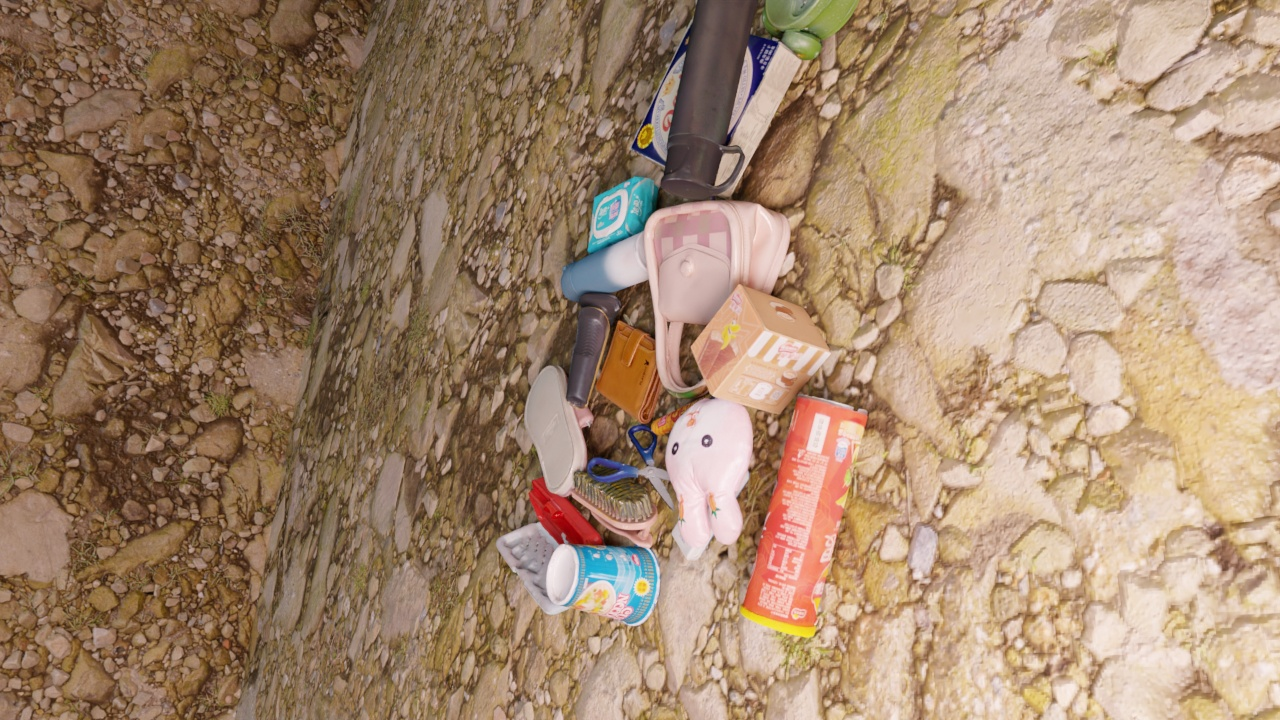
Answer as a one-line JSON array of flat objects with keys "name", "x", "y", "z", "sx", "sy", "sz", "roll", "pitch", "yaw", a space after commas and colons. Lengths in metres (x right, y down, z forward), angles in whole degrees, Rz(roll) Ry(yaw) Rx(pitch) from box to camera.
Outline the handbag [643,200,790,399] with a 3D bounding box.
[{"name": "handbag", "x": 0.074, "y": -0.069, "z": 1.084, "sx": 0.194, "sy": 0.093, "sz": 0.234, "roll": 9, "pitch": 90, "yaw": 59}]

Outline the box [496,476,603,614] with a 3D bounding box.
[{"name": "box", "x": -0.124, "y": 0.240, "z": 1.215, "sx": 0.201, "sy": 0.100, "sz": 0.095, "roll": 31, "pitch": 137, "yaw": 57}]

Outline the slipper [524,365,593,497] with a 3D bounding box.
[{"name": "slipper", "x": -0.112, "y": 0.098, "z": 1.308, "sx": 0.114, "sy": 0.054, "sz": 0.274, "roll": -59, "pitch": 27, "yaw": 17}]

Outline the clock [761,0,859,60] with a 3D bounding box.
[{"name": "clock", "x": 0.194, "y": -0.416, "z": 1.065, "sx": 0.162, "sy": 0.056, "sz": 0.116, "roll": -53, "pitch": 36, "yaw": 30}]

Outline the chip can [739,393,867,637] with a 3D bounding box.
[{"name": "chip can", "x": 0.153, "y": 0.143, "z": 0.859, "sx": 0.073, "sy": 0.073, "sz": 0.216, "roll": 10, "pitch": 85, "yaw": 58}]

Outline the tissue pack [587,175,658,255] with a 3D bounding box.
[{"name": "tissue pack", "x": -0.029, "y": -0.202, "z": 1.321, "sx": 0.134, "sy": 0.050, "sz": 0.093, "roll": -16, "pitch": 64, "yaw": 55}]

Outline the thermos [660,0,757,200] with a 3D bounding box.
[{"name": "thermos", "x": 0.087, "y": -0.302, "z": 1.023, "sx": 0.090, "sy": 0.068, "sz": 0.242, "roll": 9, "pitch": 82, "yaw": 17}]

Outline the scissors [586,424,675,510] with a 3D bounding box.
[{"name": "scissors", "x": 0.001, "y": 0.132, "z": 1.110, "sx": 0.163, "sy": 0.012, "sz": 0.162, "roll": -16, "pitch": 34, "yaw": 13}]

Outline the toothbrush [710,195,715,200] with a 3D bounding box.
[{"name": "toothbrush", "x": 0.086, "y": -0.265, "z": 1.207, "sx": 0.017, "sy": 0.014, "sz": 0.188, "roll": -33, "pitch": 49, "yaw": 31}]

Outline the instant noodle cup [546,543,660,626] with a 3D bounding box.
[{"name": "instant noodle cup", "x": -0.049, "y": 0.259, "z": 1.086, "sx": 0.099, "sy": 0.109, "sz": 0.099, "roll": -31, "pitch": 52, "yaw": 49}]

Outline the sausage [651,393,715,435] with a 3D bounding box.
[{"name": "sausage", "x": 0.063, "y": 0.060, "z": 1.085, "sx": 0.166, "sy": 0.021, "sz": 0.021, "roll": -31, "pitch": 51, "yaw": 48}]

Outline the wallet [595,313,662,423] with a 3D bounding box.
[{"name": "wallet", "x": -0.007, "y": 0.007, "z": 1.214, "sx": 0.131, "sy": 0.035, "sz": 0.119, "roll": 31, "pitch": 109, "yaw": 58}]

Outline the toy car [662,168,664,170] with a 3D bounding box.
[{"name": "toy car", "x": 0.055, "y": -0.251, "z": 1.219, "sx": 0.036, "sy": 0.043, "sz": 0.091, "roll": -56, "pitch": 35, "yaw": 27}]

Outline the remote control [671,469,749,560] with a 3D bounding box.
[{"name": "remote control", "x": 0.076, "y": 0.159, "z": 1.018, "sx": 0.125, "sy": 0.024, "sz": 0.049, "roll": -62, "pitch": 33, "yaw": 19}]

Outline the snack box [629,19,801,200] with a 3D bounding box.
[{"name": "snack box", "x": 0.084, "y": -0.305, "z": 1.106, "sx": 0.182, "sy": 0.045, "sz": 0.178, "roll": 40, "pitch": 107, "yaw": 48}]

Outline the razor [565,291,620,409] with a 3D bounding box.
[{"name": "razor", "x": -0.070, "y": -0.014, "z": 1.279, "sx": 0.062, "sy": 0.067, "sz": 0.167, "roll": 6, "pitch": 71, "yaw": 18}]

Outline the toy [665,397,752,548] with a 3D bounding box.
[{"name": "toy", "x": 0.073, "y": 0.116, "z": 0.972, "sx": 0.122, "sy": 0.054, "sz": 0.159, "roll": -23, "pitch": 62, "yaw": 48}]

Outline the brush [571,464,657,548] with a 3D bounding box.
[{"name": "brush", "x": -0.027, "y": 0.181, "z": 1.140, "sx": 0.146, "sy": 0.063, "sz": 0.073, "roll": 23, "pitch": 125, "yaw": 56}]

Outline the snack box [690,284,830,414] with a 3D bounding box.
[{"name": "snack box", "x": 0.123, "y": -0.011, "z": 0.955, "sx": 0.095, "sy": 0.092, "sz": 0.077, "roll": -54, "pitch": 36, "yaw": 29}]

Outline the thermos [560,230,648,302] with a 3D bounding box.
[{"name": "thermos", "x": -0.039, "y": -0.127, "z": 1.293, "sx": 0.221, "sy": 0.070, "sz": 0.070, "roll": -15, "pitch": 64, "yaw": 55}]
